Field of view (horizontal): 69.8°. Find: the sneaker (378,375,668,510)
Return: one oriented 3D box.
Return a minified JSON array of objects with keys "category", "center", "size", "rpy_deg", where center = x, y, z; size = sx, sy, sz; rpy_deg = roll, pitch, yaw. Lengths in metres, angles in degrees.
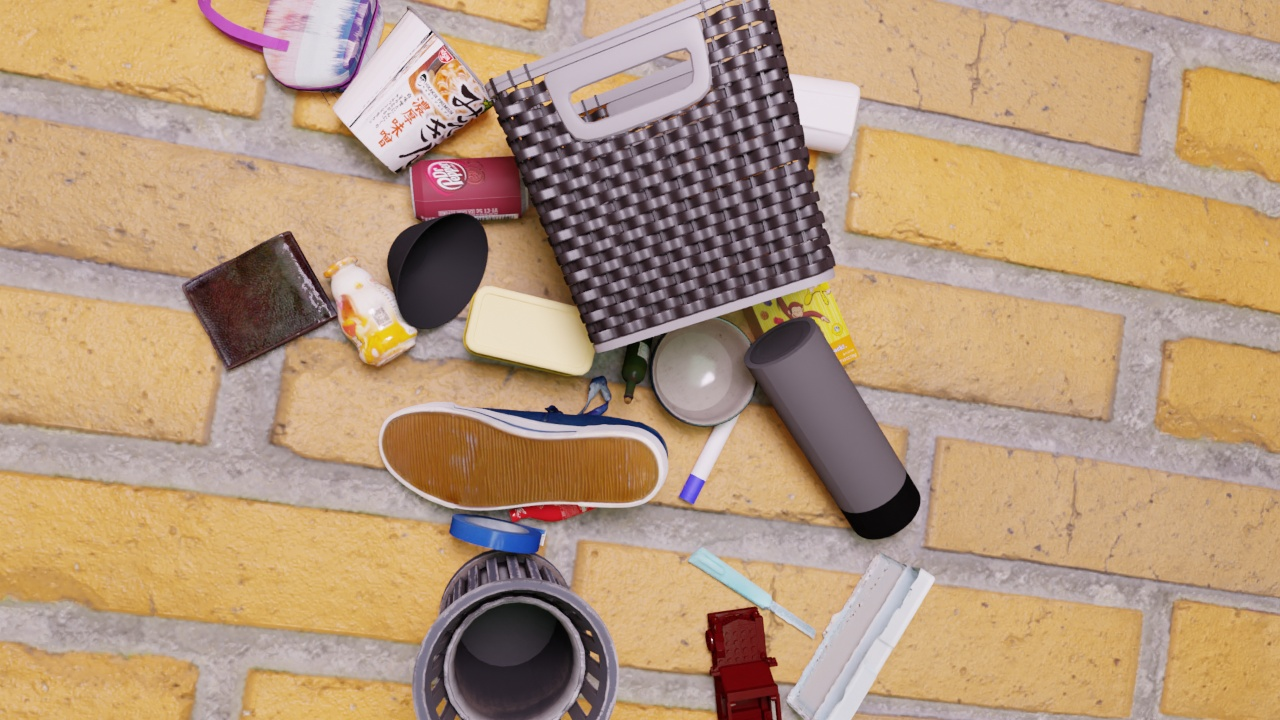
[{"category":"sneaker","center":[-0.113,0.082,0.937],"size":[0.295,0.127,0.121],"rpy_deg":[3,101,7]}]

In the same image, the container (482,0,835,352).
[{"category":"container","center":[0.038,-0.168,0.855],"size":[0.248,0.245,0.243],"rpy_deg":[-17,96,13]}]

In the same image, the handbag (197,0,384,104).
[{"category":"handbag","center":[-0.352,-0.341,0.912],"size":[0.170,0.068,0.144],"rpy_deg":[16,85,-3]}]

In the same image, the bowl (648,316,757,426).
[{"category":"bowl","center":[0.061,0.011,0.974],"size":[0.115,0.059,0.115],"rpy_deg":[0,89,-10]}]

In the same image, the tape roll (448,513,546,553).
[{"category":"tape roll","center":[-0.144,0.172,0.916],"size":[0.091,0.093,0.016],"rpy_deg":[12,86,6]}]

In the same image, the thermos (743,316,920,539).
[{"category":"thermos","center":[0.204,0.073,0.958],"size":[0.082,0.082,0.240],"rpy_deg":[-39,111,-9]}]

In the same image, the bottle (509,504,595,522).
[{"category":"bottle","center":[-0.068,0.140,0.958],"size":[0.141,0.042,0.042],"rpy_deg":[-18,92,-10]}]

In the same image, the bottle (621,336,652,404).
[{"category":"bottle","center":[-0.006,0.006,0.950],"size":[0.025,0.025,0.105],"rpy_deg":[21,44,-9]}]

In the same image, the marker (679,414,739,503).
[{"category":"marker","center":[0.083,0.089,0.998],"size":[0.020,0.020,0.141],"rpy_deg":[29,84,-9]}]

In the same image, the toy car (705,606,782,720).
[{"category":"toy car","center":[0.111,0.355,0.975],"size":[0.070,0.062,0.170],"rpy_deg":[-5,90,-11]}]

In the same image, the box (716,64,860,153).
[{"category":"box","center":[0.156,-0.272,0.983],"size":[0.161,0.092,0.081],"rpy_deg":[6,105,-8]}]

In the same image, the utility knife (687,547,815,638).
[{"category":"utility knife","center":[0.126,0.256,1.003],"size":[0.168,0.015,0.022],"rpy_deg":[35,84,-6]}]

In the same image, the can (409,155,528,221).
[{"category":"can","center":[-0.174,-0.174,0.934],"size":[0.114,0.063,0.063],"rpy_deg":[-5,90,-10]}]

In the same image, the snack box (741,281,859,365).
[{"category":"snack box","center":[0.169,-0.042,1.005],"size":[0.088,0.040,0.126],"rpy_deg":[-25,93,-10]}]

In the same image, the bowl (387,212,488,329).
[{"category":"bowl","center":[-0.215,-0.099,0.918],"size":[0.052,0.124,0.124],"rpy_deg":[28,83,25]}]

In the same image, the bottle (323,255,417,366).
[{"category":"bottle","center":[-0.272,-0.050,0.914],"size":[0.063,0.063,0.109],"rpy_deg":[-33,95,-9]}]

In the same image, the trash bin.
[{"category":"trash bin","center":[-0.120,0.261,0.851],"size":[0.164,0.227,0.164],"rpy_deg":[0,89,-10]}]

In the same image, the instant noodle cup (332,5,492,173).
[{"category":"instant noodle cup","center":[-0.228,-0.258,0.905],"size":[0.122,0.123,0.123],"rpy_deg":[-43,96,1]}]

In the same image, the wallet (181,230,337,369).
[{"category":"wallet","center":[-0.379,-0.059,0.914],"size":[0.120,0.031,0.099],"rpy_deg":[-29,91,-7]}]

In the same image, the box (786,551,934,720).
[{"category":"box","center":[0.231,0.298,0.960],"size":[0.043,0.136,0.197],"rpy_deg":[35,83,-2]}]

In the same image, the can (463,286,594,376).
[{"category":"can","center":[-0.110,-0.029,0.922],"size":[0.130,0.101,0.072],"rpy_deg":[13,89,-10]}]
